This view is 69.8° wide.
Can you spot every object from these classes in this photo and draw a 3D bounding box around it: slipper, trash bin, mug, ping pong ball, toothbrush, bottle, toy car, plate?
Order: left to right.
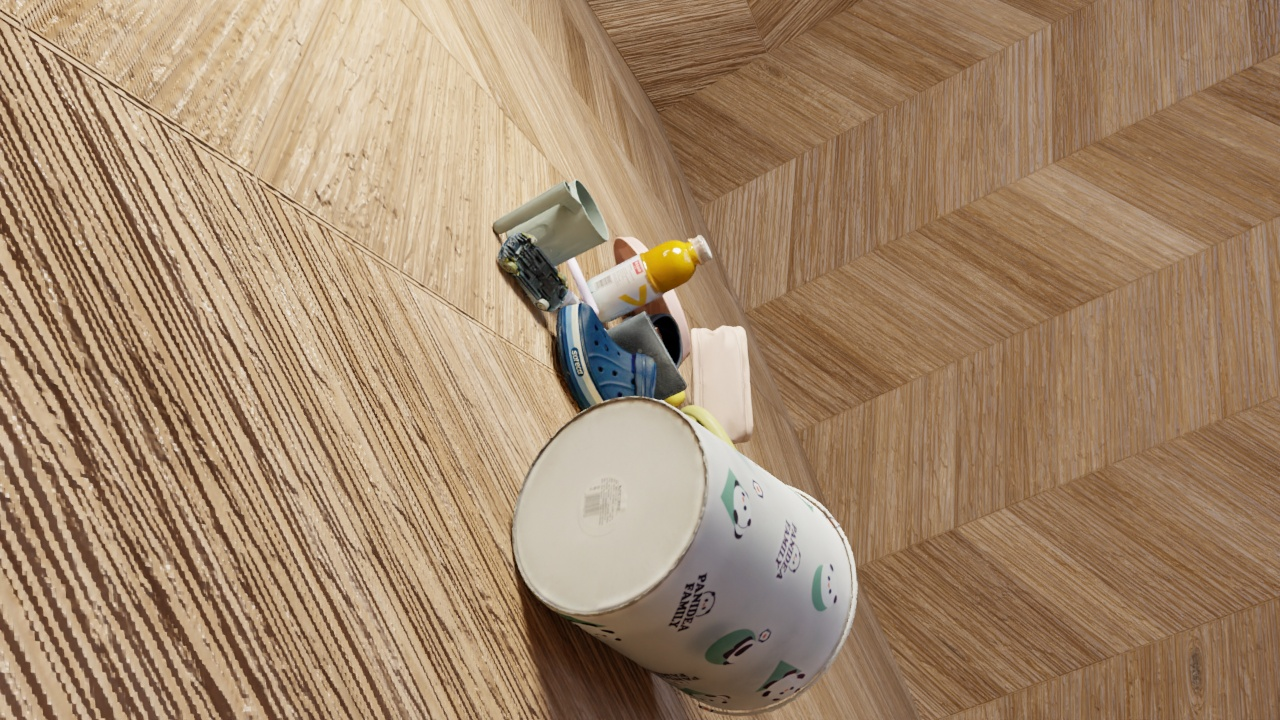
[{"bbox_3d":[-0.124,-0.101,1.057,0.048,0.031,0.105,-56,130,-22],"label":"toy car"},{"bbox_3d":[-0.109,-0.165,1.107,0.083,0.103,0.124,69,14,19],"label":"mug"},{"bbox_3d":[-0.088,-0.071,1.184,0.026,0.027,0.221,49,3,29],"label":"toothbrush"},{"bbox_3d":[-0.090,-0.119,1.212,0.029,0.021,0.189,51,8,-47],"label":"toothbrush"},{"bbox_3d":[-0.018,0.040,1.104,0.105,0.095,0.253,-98,162,-61],"label":"slipper"},{"bbox_3d":[0.010,-0.119,1.298,0.068,0.190,0.068,58,15,-26],"label":"bottle"},{"bbox_3d":[0.020,-0.098,1.478,0.229,0.028,0.230,59,-12,21],"label":"plate"},{"bbox_3d":[0.025,-0.012,1.346,0.268,0.083,0.111,-77,144,-78],"label":"slipper"},{"bbox_3d":[0.051,0.056,1.464,0.040,0.040,0.040,58,14,-24],"label":"ping pong ball"},{"bbox_3d":[0.037,0.166,0.800,0.252,0.230,0.229,43,24,-46],"label":"trash bin"},{"bbox_3d":[0.098,0.150,1.352,0.190,0.081,0.092,52,-31,29],"label":"slipper"}]

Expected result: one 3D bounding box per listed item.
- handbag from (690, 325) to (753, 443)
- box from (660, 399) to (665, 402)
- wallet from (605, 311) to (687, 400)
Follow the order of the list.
[{"bbox_3d":[0.117,0.051,1.542,0.234,0.093,0.193,126,-37,-80],"label":"handbag"},{"bbox_3d":[0.076,0.158,1.203,0.161,0.060,0.201,36,-29,42],"label":"box"},{"bbox_3d":[-0.007,0.007,1.194,0.121,0.097,0.019,60,18,-18],"label":"wallet"}]
